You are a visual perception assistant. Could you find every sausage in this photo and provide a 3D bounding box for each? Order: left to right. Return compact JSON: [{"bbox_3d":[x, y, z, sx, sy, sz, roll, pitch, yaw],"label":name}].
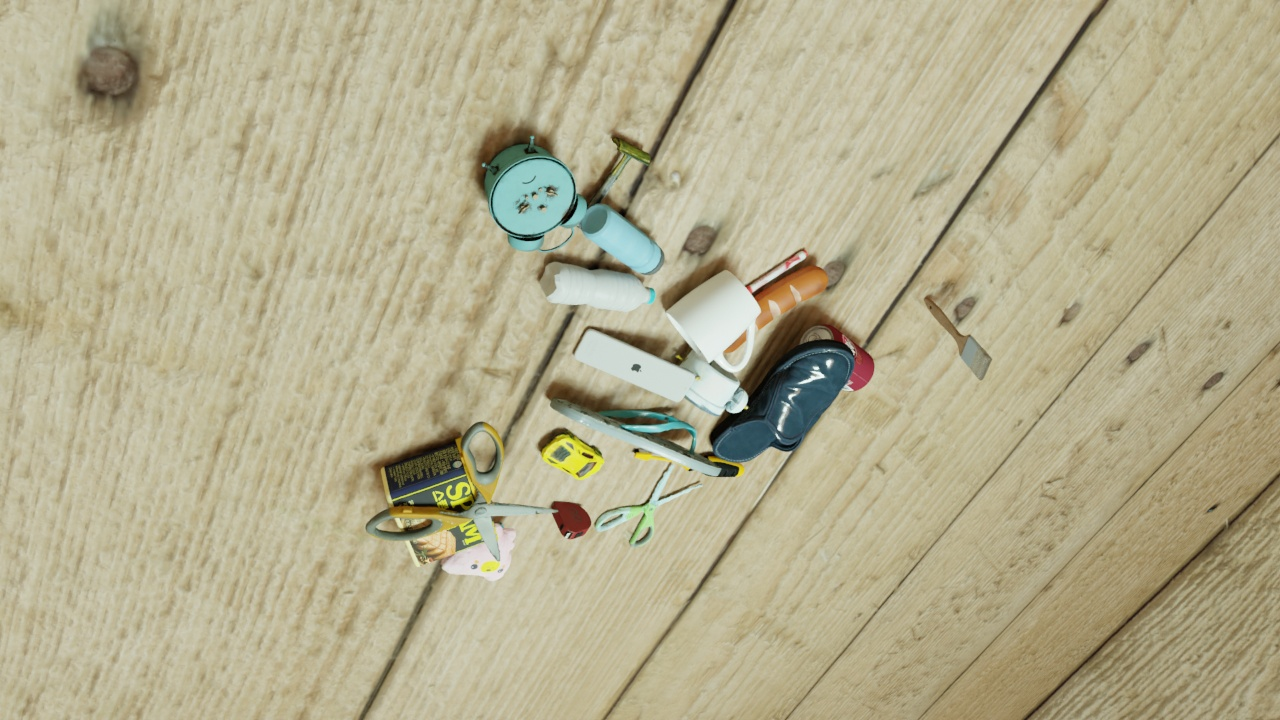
[{"bbox_3d":[0.162,-0.067,1.155,0.164,0.044,0.039,-34,147,1],"label":"sausage"}]

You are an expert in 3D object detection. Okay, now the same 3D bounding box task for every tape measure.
[{"bbox_3d":[-0.092,0.222,1.258,0.051,0.059,0.019,14,120,-38],"label":"tape measure"}]

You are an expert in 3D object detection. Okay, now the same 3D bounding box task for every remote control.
[{"bbox_3d":[-0.007,0.006,1.107,0.146,0.008,0.045,23,117,-13],"label":"remote control"}]

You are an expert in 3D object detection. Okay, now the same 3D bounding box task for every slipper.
[{"bbox_3d":[0.001,0.083,1.181,0.268,0.098,0.054,24,89,-33],"label":"slipper"},{"bbox_3d":[0.194,0.080,1.232,0.108,0.083,0.266,20,132,-26],"label":"slipper"}]

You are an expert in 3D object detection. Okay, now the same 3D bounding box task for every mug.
[{"bbox_3d":[0.100,-0.043,1.103,0.087,0.081,0.114,-40,103,-1],"label":"mug"}]

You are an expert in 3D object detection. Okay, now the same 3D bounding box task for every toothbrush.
[{"bbox_3d":[0.072,0.146,1.307,0.196,0.030,0.031,12,126,-34],"label":"toothbrush"}]

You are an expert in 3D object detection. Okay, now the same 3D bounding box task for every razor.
[{"bbox_3d":[-0.036,-0.181,0.959,0.042,0.026,0.106,16,123,-41],"label":"razor"}]

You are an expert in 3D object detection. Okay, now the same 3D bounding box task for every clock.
[{"bbox_3d":[-0.105,-0.160,0.914,0.090,0.053,0.124,-29,137,-2],"label":"clock"},{"bbox_3d":[0.091,0.033,1.179,0.117,0.083,0.057,25,106,-41],"label":"clock"}]

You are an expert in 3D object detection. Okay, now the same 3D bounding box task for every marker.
[{"bbox_3d":[0.149,-0.096,1.146,0.142,0.012,0.013,-33,137,1],"label":"marker"}]

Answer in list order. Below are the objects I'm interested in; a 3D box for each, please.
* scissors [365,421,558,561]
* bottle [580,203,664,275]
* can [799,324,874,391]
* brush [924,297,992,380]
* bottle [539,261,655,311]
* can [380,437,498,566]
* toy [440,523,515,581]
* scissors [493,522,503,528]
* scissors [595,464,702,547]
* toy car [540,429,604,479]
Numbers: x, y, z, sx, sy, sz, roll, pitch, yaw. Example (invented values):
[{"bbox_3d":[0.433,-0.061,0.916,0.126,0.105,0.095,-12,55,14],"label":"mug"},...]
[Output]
[{"bbox_3d":[-0.199,0.159,1.060,0.225,0.016,0.230,1,124,-22],"label":"scissors"},{"bbox_3d":[-0.014,-0.127,0.993,0.040,0.040,0.130,-44,147,12],"label":"bottle"},{"bbox_3d":[0.270,-0.003,1.261,0.063,0.063,0.114,-47,135,15],"label":"can"},{"bbox_3d":[0.434,-0.038,1.266,0.008,0.143,0.045,-18,143,-13],"label":"brush"},{"bbox_3d":[-0.044,-0.080,1.026,0.136,0.044,0.044,5,125,-33],"label":"bottle"},{"bbox_3d":[-0.242,0.174,1.112,0.104,0.075,0.135,-19,129,-11],"label":"can"},{"bbox_3d":[-0.204,0.254,1.215,0.093,0.050,0.102,-45,140,14],"label":"toy"},{"bbox_3d":[-0.233,0.208,1.202,0.134,0.011,0.140,6,125,-32],"label":"scissors"},{"bbox_3d":[0.010,0.217,1.344,0.165,0.024,0.172,5,123,-26],"label":"scissors"},{"bbox_3d":[-0.087,0.127,1.199,0.049,0.030,0.107,-44,137,10],"label":"toy car"}]
